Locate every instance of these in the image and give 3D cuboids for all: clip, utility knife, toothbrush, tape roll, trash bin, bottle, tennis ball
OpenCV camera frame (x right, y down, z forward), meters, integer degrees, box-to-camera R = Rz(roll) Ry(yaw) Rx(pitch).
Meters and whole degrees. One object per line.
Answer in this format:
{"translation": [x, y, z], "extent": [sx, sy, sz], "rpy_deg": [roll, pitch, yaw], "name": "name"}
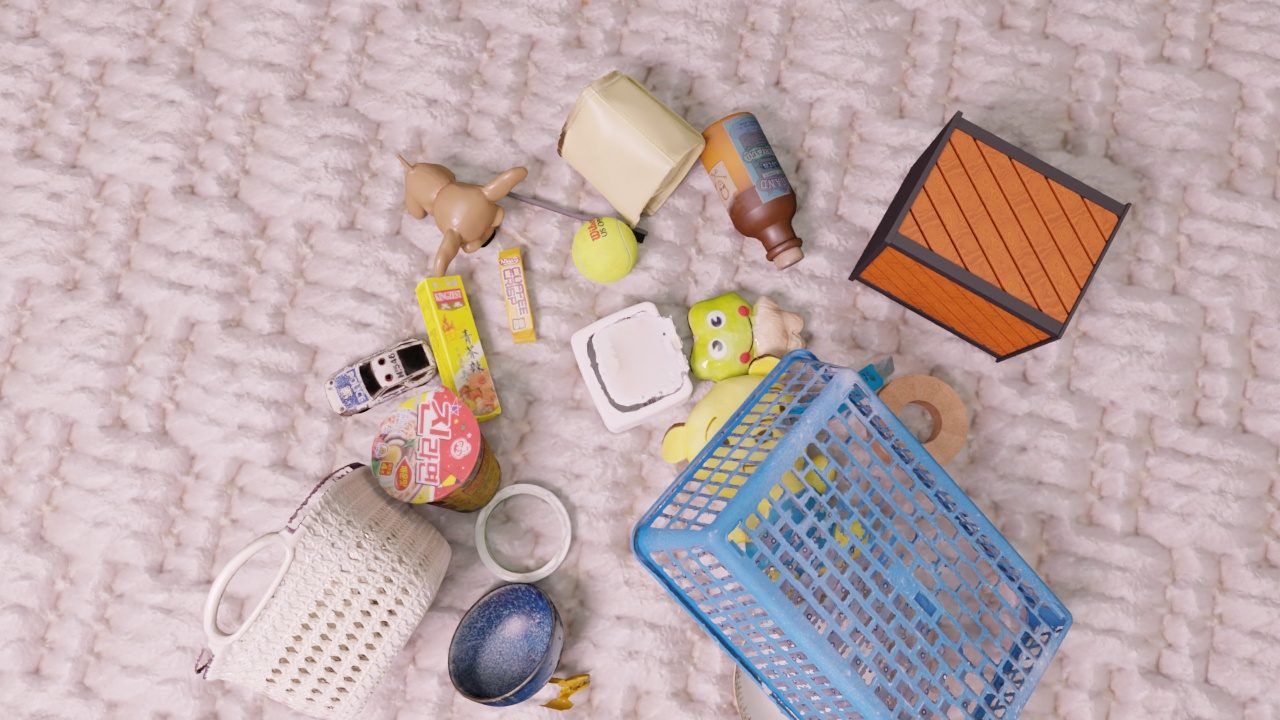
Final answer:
{"translation": [-0.072, 0.306, 0.860], "extent": [0.047, 0.054, 0.046], "rpy_deg": [39, 61, -15], "name": "clip"}
{"translation": [0.191, 0.033, 0.878], "extent": [0.174, 0.015, 0.031], "rpy_deg": [-27, 88, -34], "name": "utility knife"}
{"translation": [-0.073, -0.152, 0.942], "extent": [0.167, 0.013, 0.013], "rpy_deg": [18, 90, 3], "name": "toothbrush"}
{"translation": [-0.114, 0.168, 0.892], "extent": [0.094, 0.018, 0.093], "rpy_deg": [0, 81, 0], "name": "tape roll"}
{"translation": [0.321, -0.110, 0.871], "extent": [0.172, 0.140, 0.139], "rpy_deg": [30, 82, 4], "name": "trash bin"}
{"translation": [0.116, -0.164, 0.916], "extent": [0.068, 0.068, 0.157], "rpy_deg": [-25, 82, -4], "name": "bottle"}
{"translation": [0.271, 0.062, 0.902], "extent": [0.094, 0.027, 0.094], "rpy_deg": [0, 82, 0], "name": "tape roll"}
{"translation": [-0.035, -0.109, 0.908], "extent": [0.065, 0.065, 0.065], "rpy_deg": [0, 81, 0], "name": "tennis ball"}

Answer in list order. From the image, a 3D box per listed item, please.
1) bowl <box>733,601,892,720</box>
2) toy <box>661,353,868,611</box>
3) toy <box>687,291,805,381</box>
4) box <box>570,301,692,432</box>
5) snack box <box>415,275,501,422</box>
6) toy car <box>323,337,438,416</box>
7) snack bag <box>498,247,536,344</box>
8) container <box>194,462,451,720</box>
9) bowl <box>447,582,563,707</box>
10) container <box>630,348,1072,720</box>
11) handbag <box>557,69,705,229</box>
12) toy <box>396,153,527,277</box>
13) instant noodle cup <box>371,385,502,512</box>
{"translation": [0.155, 0.295, 0.850], "extent": [0.145, 0.063, 0.145], "rpy_deg": [0, 82, 0], "name": "bowl"}
{"translation": [0.115, 0.115, 0.866], "extent": [0.148, 0.084, 0.214], "rpy_deg": [-24, 82, -27], "name": "toy"}
{"translation": [0.106, -0.023, 0.907], "extent": [0.118, 0.043, 0.092], "rpy_deg": [-2, 80, -2], "name": "toy"}
{"translation": [-0.005, 0.004, 0.879], "extent": [0.102, 0.095, 0.107], "rpy_deg": [-24, 84, -3], "name": "box"}
{"translation": [-0.180, -0.010, 0.904], "extent": [0.040, 0.029, 0.148], "rpy_deg": [-12, 80, -37], "name": "snack box"}
{"translation": [-0.256, 0.016, 0.903], "extent": [0.113, 0.040, 0.048], "rpy_deg": [-26, 81, -3], "name": "toy car"}
{"translation": [-0.125, -0.066, 0.925], "extent": [0.026, 0.020, 0.099], "rpy_deg": [-10, 82, -3], "name": "snack bag"}
{"translation": [-0.257, 0.193, 0.783], "extent": [0.143, 0.252, 0.184], "rpy_deg": [32, 85, -6], "name": "container"}
{"translation": [-0.114, 0.271, 0.847], "extent": [0.114, 0.061, 0.114], "rpy_deg": [-20, 41, 18], "name": "bowl"}
{"translation": [0.201, 0.188, 0.782], "extent": [0.362, 0.089, 0.256], "rpy_deg": [47, 66, -7], "name": "container"}
{"translation": [-0.015, -0.209, 0.905], "extent": [0.119, 0.111, 0.081], "rpy_deg": [42, 46, 2], "name": "handbag"}
{"translation": [-0.185, -0.153, 0.902], "extent": [0.108, 0.106, 0.134], "rpy_deg": [35, 82, 22], "name": "toy"}
{"translation": [-0.178, 0.097, 0.847], "extent": [0.100, 0.112, 0.100], "rpy_deg": [-4, 66, 9], "name": "instant noodle cup"}
